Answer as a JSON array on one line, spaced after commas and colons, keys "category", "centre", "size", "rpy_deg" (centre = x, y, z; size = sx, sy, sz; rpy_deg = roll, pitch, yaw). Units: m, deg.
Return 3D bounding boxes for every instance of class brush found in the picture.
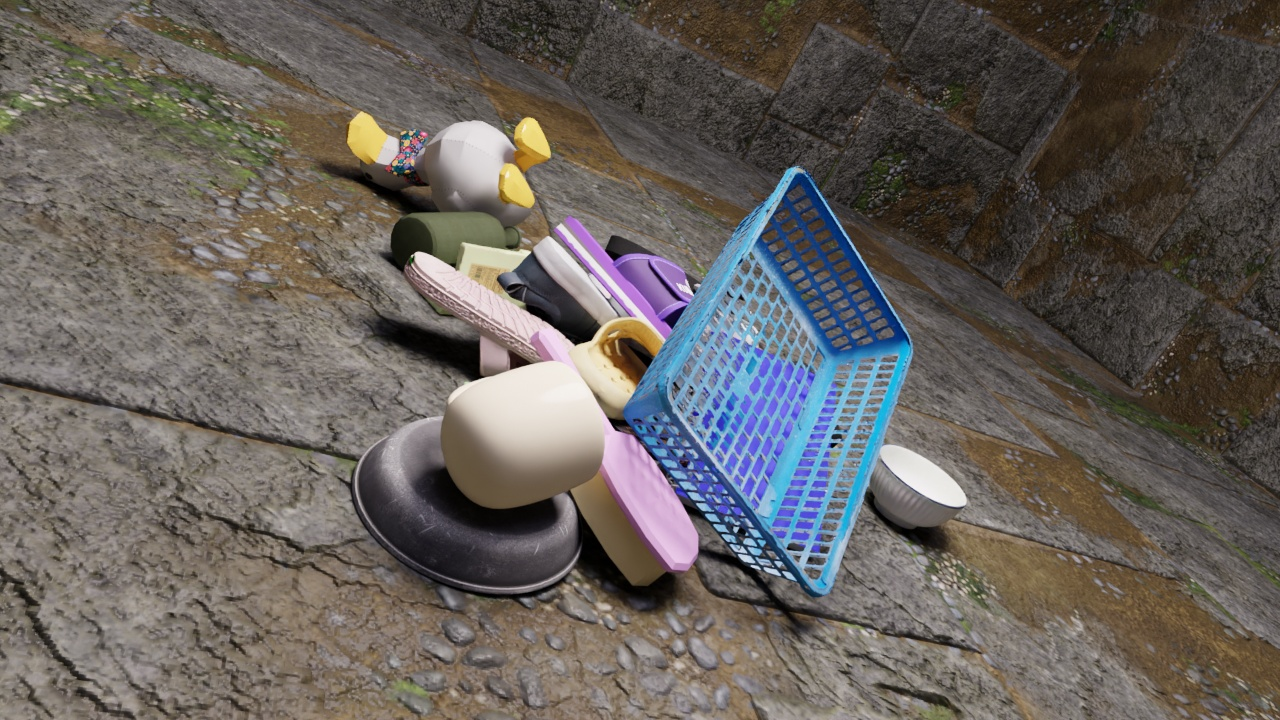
[{"category": "brush", "centre": [-0.033, 0.079, 0.758], "size": [0.228, 0.043, 0.089], "rpy_deg": [57, 20, 3]}]

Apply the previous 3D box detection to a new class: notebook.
[{"category": "notebook", "centre": [0.120, 0.078, 0.958], "size": [0.171, 0.022, 0.208], "rpy_deg": [24, 53, -12]}]

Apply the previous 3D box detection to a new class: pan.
[{"category": "pan", "centre": [-0.080, 0.100, 0.790], "size": [0.187, 0.055, 0.355], "rpy_deg": [40, 29, 27]}, {"category": "pan", "centre": [0.065, -0.094, 1.243], "size": [0.225, 0.034, 0.356], "rpy_deg": [33, -2, -19]}]

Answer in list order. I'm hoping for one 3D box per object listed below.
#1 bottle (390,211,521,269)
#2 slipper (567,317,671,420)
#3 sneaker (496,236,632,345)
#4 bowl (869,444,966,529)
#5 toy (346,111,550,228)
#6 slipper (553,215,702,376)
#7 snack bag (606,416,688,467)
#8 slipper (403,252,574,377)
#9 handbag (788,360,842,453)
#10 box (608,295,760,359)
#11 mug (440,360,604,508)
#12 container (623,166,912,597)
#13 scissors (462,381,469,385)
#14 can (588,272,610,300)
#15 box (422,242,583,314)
[{"category": "bottle", "centre": [-0.218, -0.149, 1.142], "size": [0.071, 0.072, 0.206], "rpy_deg": [35, 22, 17]}, {"category": "slipper", "centre": [-0.006, 0.006, 0.965], "size": [0.111, 0.079, 0.261], "rpy_deg": [50, 11, 5]}, {"category": "sneaker", "centre": [-0.084, -0.057, 1.066], "size": [0.089, 0.087, 0.235], "rpy_deg": [53, 3, 31]}, {"category": "bowl", "centre": [0.321, 0.160, 1.099], "size": [0.118, 0.062, 0.118], "rpy_deg": [23, 22, -10]}, {"category": "toy", "centre": [-0.249, -0.252, 1.244], "size": [0.268, 0.140, 0.246], "rpy_deg": [2, -24, 31]}, {"category": "slipper", "centre": [0.007, -0.095, 1.105], "size": [0.266, 0.084, 0.107], "rpy_deg": [49, 1, 25]}, {"category": "snack bag", "centre": [-0.011, 0.071, 0.901], "size": [0.074, 0.018, 0.155], "rpy_deg": [17, 5, -21]}, {"category": "slipper", "centre": [-0.148, -0.022, 0.949], "size": [0.239, 0.064, 0.094], "rpy_deg": [35, 15, -20]}, {"category": "handbag", "centre": [0.160, 0.080, 1.093], "size": [0.125, 0.115, 0.153], "rpy_deg": [58, 25, 10]}, {"category": "box", "centre": [0.045, -0.039, 1.149], "size": [0.216, 0.123, 0.083], "rpy_deg": [28, 42, 33]}, {"category": "mug", "centre": [-0.100, 0.052, 0.681], "size": [0.099, 0.096, 0.120], "rpy_deg": [-17, 43, -35]}, {"category": "container", "centre": [0.130, 0.013, 0.886], "size": [0.257, 0.089, 0.360], "rpy_deg": [52, 46, -21]}, {"category": "scissors", "centre": [-0.092, 0.049, 0.864], "size": [0.171, 0.025, 0.159], "rpy_deg": [23, 2, 27]}, {"category": "can", "centre": [-0.056, -0.091, 1.255], "size": [0.032, 0.032, 0.095], "rpy_deg": [20, 23, -19]}, {"category": "box", "centre": [-0.167, -0.093, 1.085], "size": [0.083, 0.091, 0.187], "rpy_deg": [23, 11, 38]}]
